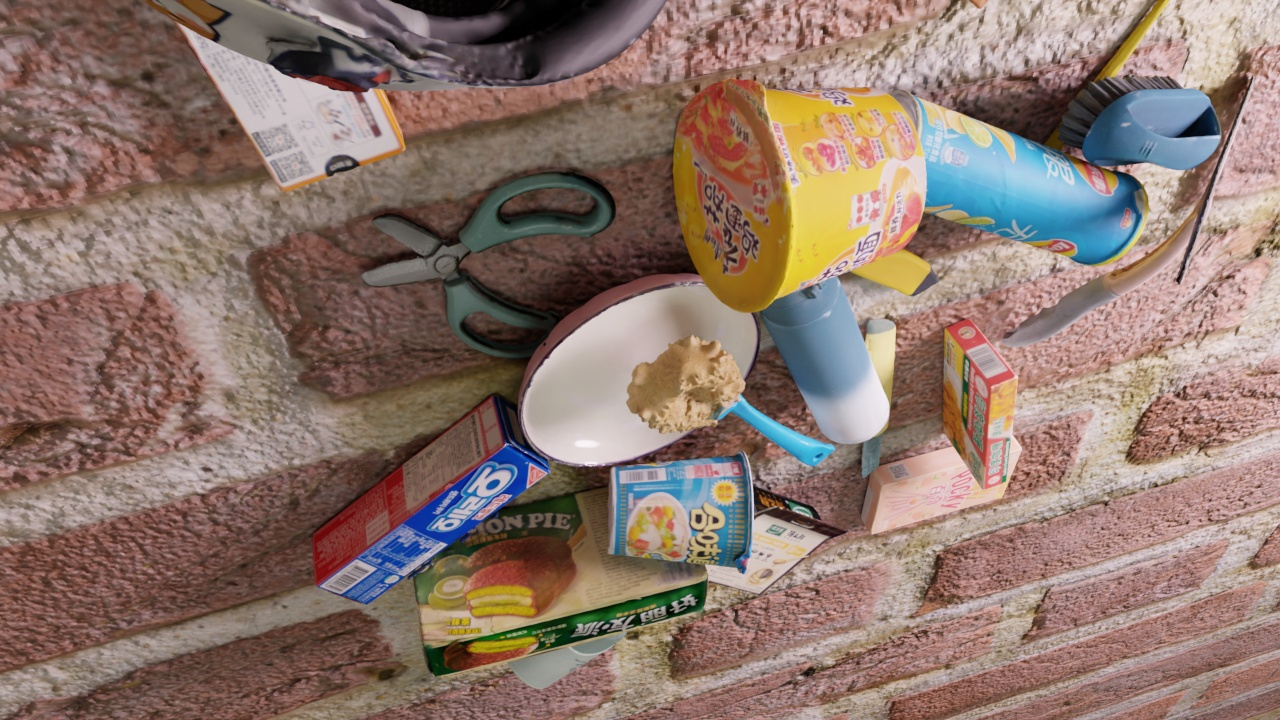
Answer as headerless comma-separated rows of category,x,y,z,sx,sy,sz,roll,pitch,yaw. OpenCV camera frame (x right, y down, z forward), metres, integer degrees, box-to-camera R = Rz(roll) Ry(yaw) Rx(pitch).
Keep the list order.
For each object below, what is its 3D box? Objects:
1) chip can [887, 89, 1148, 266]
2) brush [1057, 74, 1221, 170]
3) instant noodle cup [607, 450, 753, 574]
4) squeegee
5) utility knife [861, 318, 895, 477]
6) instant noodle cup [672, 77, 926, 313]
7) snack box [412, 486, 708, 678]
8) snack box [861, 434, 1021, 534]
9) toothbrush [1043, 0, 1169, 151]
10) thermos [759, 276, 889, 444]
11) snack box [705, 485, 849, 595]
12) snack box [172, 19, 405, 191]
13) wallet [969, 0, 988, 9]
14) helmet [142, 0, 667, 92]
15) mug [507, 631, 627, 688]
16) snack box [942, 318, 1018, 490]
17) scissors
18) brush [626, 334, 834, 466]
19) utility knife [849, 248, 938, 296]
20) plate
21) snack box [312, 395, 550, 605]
chip can,0.249,-0.122,0.635,0.210,0.071,0.071,11,127,-24
brush,0.354,-0.159,0.632,0.143,0.073,0.055,-13,137,-36
instant noodle cup,0.029,0.121,0.739,0.110,0.099,0.099,2,133,-4
squeegee,0.375,-0.069,0.725,0.246,0.040,0.250,-50,176,-33
utility knife,0.214,0.040,0.831,0.031,0.022,0.213,-15,129,-5
instant noodle cup,0.099,-0.106,0.566,0.109,0.138,0.138,-14,137,-20
snack box,-0.071,0.181,0.787,0.240,0.114,0.063,-12,137,-11
snack box,0.309,0.127,0.949,0.157,0.026,0.085,-13,136,-9
toothbrush,0.331,-0.199,0.645,0.015,0.016,0.191,8,129,-29
thermos,0.139,-0.014,0.711,0.070,0.070,0.220,-29,138,7
snack box,0.117,0.173,0.898,0.113,0.053,0.126,24,120,-37
snack box,-0.185,-0.163,0.469,0.075,0.026,0.154,-20,136,-2
wallet,0.209,-0.279,0.510,0.107,0.031,0.132,27,120,-37
helmet,-0.127,-0.207,0.340,0.273,0.229,0.157,23,163,-39
mug,-0.066,0.253,0.893,0.106,0.082,0.111,-36,165,13
snack box,0.303,0.042,0.827,0.027,0.077,0.156,-21,136,-1
scissors,-0.094,-0.053,0.619,0.170,0.019,0.181,-17,137,-8
brush,0.084,0.045,0.711,0.083,0.046,0.254,-44,138,17
utility knife,0.165,-0.082,0.695,0.170,0.015,0.033,16,119,-32
plate,-0.004,0.004,0.682,0.192,0.039,0.193,-18,142,-15
snack box,-0.167,0.113,0.723,0.208,0.058,0.057,-37,135,15
